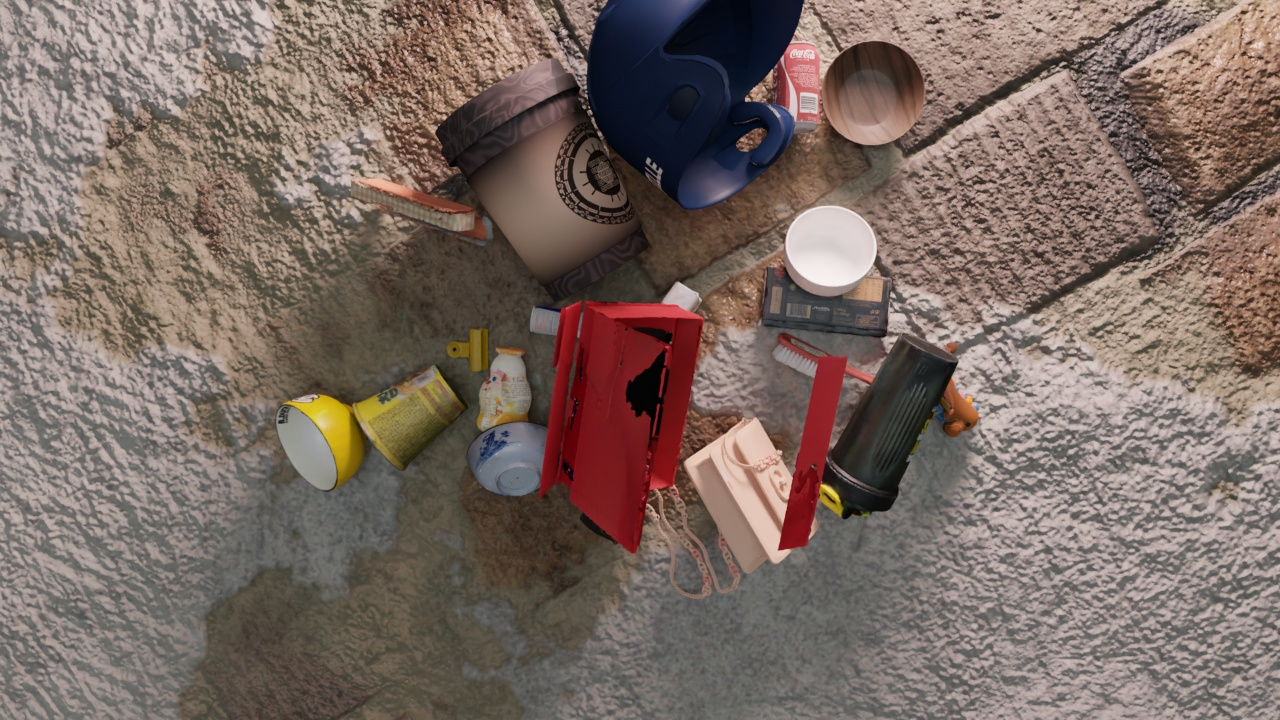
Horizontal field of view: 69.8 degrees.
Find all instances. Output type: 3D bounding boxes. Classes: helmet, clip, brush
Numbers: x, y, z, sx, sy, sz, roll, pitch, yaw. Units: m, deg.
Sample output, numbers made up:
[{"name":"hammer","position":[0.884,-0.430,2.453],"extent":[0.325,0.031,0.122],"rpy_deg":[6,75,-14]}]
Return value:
[{"name":"helmet","position":[0.063,-0.323,0.972],"extent":[0.273,0.231,0.223],"rpy_deg":[-44,74,22]},{"name":"clip","position":[-0.209,-0.013,1.113],"extent":[0.048,0.045,0.054],"rpy_deg":[-2,96,-23]},{"name":"brush","position":[0.238,0.016,1.101],"extent":[0.172,0.040,0.030],"rpy_deg":[24,112,-3]}]

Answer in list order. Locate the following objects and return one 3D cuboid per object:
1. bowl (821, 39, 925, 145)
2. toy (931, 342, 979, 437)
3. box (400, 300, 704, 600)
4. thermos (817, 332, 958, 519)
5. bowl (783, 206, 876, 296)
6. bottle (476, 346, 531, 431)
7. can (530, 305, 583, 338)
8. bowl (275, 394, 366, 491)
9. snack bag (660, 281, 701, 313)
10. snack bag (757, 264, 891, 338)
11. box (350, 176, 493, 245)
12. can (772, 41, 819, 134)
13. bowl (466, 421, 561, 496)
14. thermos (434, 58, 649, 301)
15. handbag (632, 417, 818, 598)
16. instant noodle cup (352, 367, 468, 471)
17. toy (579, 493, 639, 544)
[{"name":"bowl","position":[0.269,-0.309,1.073],"extent":[0.119,0.032,0.119],"rpy_deg":[0,95,2]},{"name":"toy","position":[0.374,0.035,1.098],"extent":[0.090,0.071,0.102],"rpy_deg":[36,72,-14]},{"name":"box","position":[-0.083,0.060,0.897],"extent":[0.107,0.408,0.212],"rpy_deg":[19,107,29]},{"name":"thermos","position":[0.280,0.080,1.056],"extent":[0.098,0.098,0.221],"rpy_deg":[23,109,0]},{"name":"bowl","position":[0.218,-0.122,1.070],"extent":[0.105,0.054,0.104],"rpy_deg":[-1,70,1]},{"name":"bottle","position":[-0.161,0.039,1.098],"extent":[0.063,0.063,0.109],"rpy_deg":[7,96,1]},{"name":"can","position":[-0.084,-0.044,1.105],"extent":[0.095,0.032,0.032],"rpy_deg":[8,95,1]},{"name":"bowl","position":[-0.372,0.091,1.097],"extent":[0.117,0.067,0.117],"rpy_deg":[22,127,32]},{"name":"snack bag","position":[-0.006,0.006,1.085],"extent":[0.041,0.077,0.225],"rpy_deg":[38,95,4]},{"name":"snack bag","position":[0.223,-0.071,1.101],"extent":[0.155,0.018,0.074],"rpy_deg":[6,94,1]},{"name":"box","position":[-0.253,-0.171,1.043],"extent":[0.187,0.078,0.054],"rpy_deg":[21,73,31]},{"name":"can","position":[0.180,-0.316,1.065],"extent":[0.054,0.054,0.096],"rpy_deg":[0,95,1]},{"name":"bowl","position":[-0.146,0.127,1.083],"extent":[0.114,0.045,0.114],"rpy_deg":[-7,134,-7]},{"name":"thermos","position":[-0.101,-0.195,1.032],"extent":[0.173,0.172,0.226],"rpy_deg":[-30,99,4]},{"name":"handbag","position":[0.097,0.165,1.118],"extent":[0.188,0.116,0.198],"rpy_deg":[-32,88,45]},{"name":"instant noodle cup","position":[-0.270,0.062,1.092],"extent":[0.108,0.102,0.102],"rpy_deg":[-36,93,-5]},{"name":"toy","position":[-0.042,0.172,1.104],"extent":[0.076,0.062,0.100],"rpy_deg":[-14,113,20]}]
